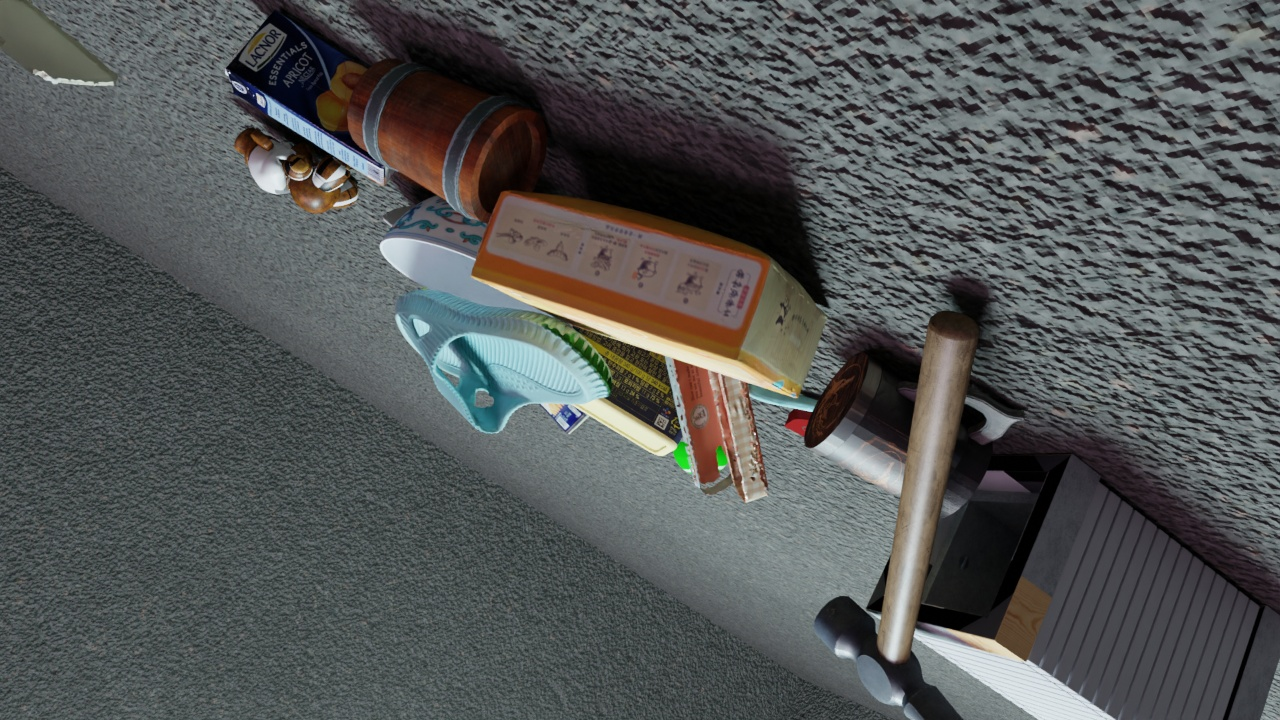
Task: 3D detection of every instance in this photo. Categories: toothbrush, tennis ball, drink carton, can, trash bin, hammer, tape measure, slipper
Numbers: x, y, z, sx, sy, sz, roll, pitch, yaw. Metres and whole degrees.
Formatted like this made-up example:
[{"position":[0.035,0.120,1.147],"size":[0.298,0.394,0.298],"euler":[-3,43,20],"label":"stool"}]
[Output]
[{"position":[0.160,0.040,0.775],"size":[0.181,0.016,0.016],"euler":[13,159,44],"label":"toothbrush"},{"position":[0.067,0.093,0.998],"size":[0.065,0.065,0.065],"euler":[28,163,9],"label":"tennis ball"},{"position":[-0.230,-0.193,0.677],"size":[0.130,0.064,0.040],"euler":[32,161,-7],"label":"drink carton"},{"position":[-0.005,0.005,0.795],"size":[0.135,0.104,0.075],"euler":[31,164,-3],"label":"can"},{"position":[0.336,0.199,0.712],"size":[0.247,0.142,0.143],"euler":[35,163,-14],"label":"trash bin"},{"position":[0.183,0.112,0.609],"size":[0.129,0.040,0.322],"euler":[41,141,47],"label":"hammer"},{"position":[0.163,0.058,0.816],"size":[0.059,0.019,0.051],"euler":[24,162,-2],"label":"tape measure"},{"position":[-0.129,0.002,0.734],"size":[0.277,0.069,0.116],"euler":[9,142,49],"label":"slipper"}]

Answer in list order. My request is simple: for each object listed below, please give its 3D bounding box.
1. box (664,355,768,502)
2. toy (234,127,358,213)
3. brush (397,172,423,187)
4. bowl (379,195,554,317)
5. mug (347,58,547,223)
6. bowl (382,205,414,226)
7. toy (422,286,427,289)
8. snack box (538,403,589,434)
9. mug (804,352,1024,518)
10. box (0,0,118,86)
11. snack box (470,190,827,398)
[{"position":[0.058,0.033,0.731],"size":[0.067,0.056,0.187],"euler":[-10,115,10],"label":"box"},{"position":[-0.340,-0.187,0.897],"size":[0.112,0.067,0.087],"euler":[39,164,4],"label":"toy"},{"position":[-0.156,-0.150,0.756],"size":[0.126,0.017,0.048],"euler":[23,162,23],"label":"brush"},{"position":[-0.122,-0.092,0.721],"size":[0.144,0.074,0.144],"euler":[19,166,5],"label":"bowl"},{"position":[-0.127,-0.145,0.628],"size":[0.111,0.081,0.117],"euler":[29,172,18],"label":"mug"},{"position":[-0.166,-0.099,0.851],"size":[0.149,0.043,0.149],"euler":[39,178,1],"label":"bowl"},{"position":[-0.198,-0.076,0.980],"size":[0.090,0.051,0.110],"euler":[25,172,-29],"label":"toy"},{"position":[-0.108,0.011,1.039],"size":[0.145,0.042,0.145],"euler":[47,162,0],"label":"snack box"},{"position":[0.193,0.046,0.652],"size":[0.107,0.079,0.116],"euler":[31,137,-4],"label":"mug"},{"position":[-0.277,-0.228,0.451],"size":[0.143,0.180,0.080],"euler":[41,163,-10],"label":"box"},{"position":[0.013,-0.049,0.614],"size":[0.195,0.080,0.145],"euler":[19,177,26],"label":"snack box"}]
